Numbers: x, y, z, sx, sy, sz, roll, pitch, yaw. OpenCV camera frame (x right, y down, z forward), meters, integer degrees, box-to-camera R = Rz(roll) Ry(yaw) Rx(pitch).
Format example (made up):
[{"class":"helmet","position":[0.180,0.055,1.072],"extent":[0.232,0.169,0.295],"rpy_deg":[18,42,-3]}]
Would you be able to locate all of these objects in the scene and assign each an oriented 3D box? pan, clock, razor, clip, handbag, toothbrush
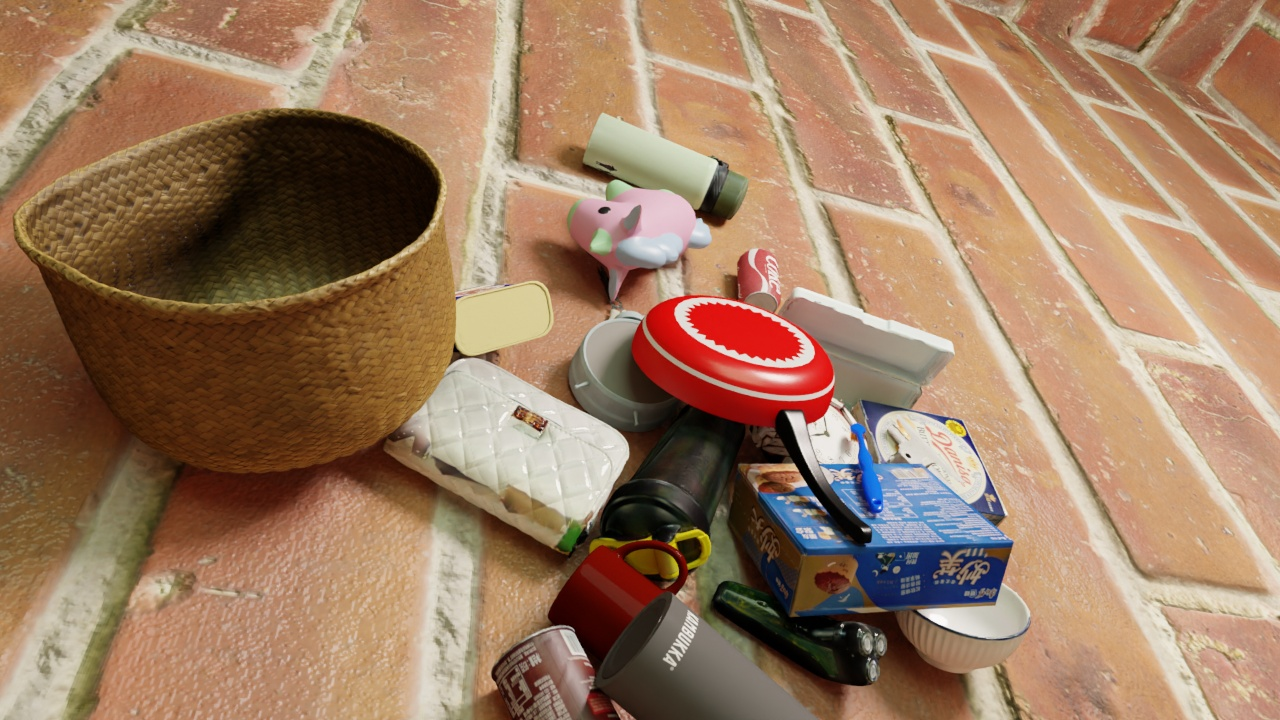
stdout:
[{"class":"pan","position":[0.123,0.035,0.871],"extent":[0.208,0.067,0.356],"rpy_deg":[2,29,-27]},{"class":"clock","position":[-0.006,0.006,0.972],"extent":[0.122,0.045,0.158],"rpy_deg":[31,46,4]},{"class":"clock","position":[0.164,0.078,0.968],"extent":[0.154,0.065,0.114],"rpy_deg":[43,40,-1]},{"class":"razor","position":[0.135,0.227,0.788],"extent":[0.151,0.067,0.053],"rpy_deg":[24,51,11]},{"class":"clip","position":[0.293,0.098,0.966],"extent":[0.058,0.050,0.102],"rpy_deg":[-5,46,-46]},{"class":"handbag","position":[-0.114,0.078,0.823],"extent":[0.195,0.073,0.138],"rpy_deg":[27,39,5]},{"class":"toothbrush","position":[0.216,0.102,0.878],"extent":[0.016,0.018,0.182],"rpy_deg":[2,21,6]}]

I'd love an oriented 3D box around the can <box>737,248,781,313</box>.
[{"class":"can","position":[0.151,-0.098,1.176],"extent":[0.054,0.054,0.096],"rpy_deg":[16,39,-10]}]

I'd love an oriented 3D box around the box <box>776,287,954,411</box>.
[{"class":"box","position":[0.237,-0.001,1.043],"extent":[0.197,0.135,0.040],"rpy_deg":[19,42,-6]}]

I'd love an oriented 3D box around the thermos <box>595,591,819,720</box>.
[{"class":"thermos","position":[0.086,0.273,0.647],"extent":[0.240,0.082,0.082],"rpy_deg":[41,39,-2]}]

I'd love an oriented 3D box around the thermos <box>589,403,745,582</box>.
[{"class":"thermos","position":[0.037,0.115,0.846],"extent":[0.098,0.098,0.220],"rpy_deg":[29,34,6]}]

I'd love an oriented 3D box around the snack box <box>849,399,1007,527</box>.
[{"class":"snack box","position":[0.313,0.118,1.020],"extent":[0.145,0.043,0.144],"rpy_deg":[10,41,-16]}]

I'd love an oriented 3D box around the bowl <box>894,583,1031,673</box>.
[{"class":"bowl","position":[0.286,0.241,0.835],"extent":[0.118,0.062,0.118],"rpy_deg":[6,20,-2]}]

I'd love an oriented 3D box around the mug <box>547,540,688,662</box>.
[{"class":"mug","position":[-0.010,0.187,0.730],"extent":[0.082,0.105,0.073],"rpy_deg":[35,-2,13]}]

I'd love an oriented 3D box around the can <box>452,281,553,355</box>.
[{"class":"can","position":[-0.162,-0.043,0.916],"extent":[0.116,0.056,0.092],"rpy_deg":[-18,14,-40]}]

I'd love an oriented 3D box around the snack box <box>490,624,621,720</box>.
[{"class":"snack box","position":[-0.051,0.259,0.650],"extent":[0.072,0.072,0.121],"rpy_deg":[-10,48,-35]}]

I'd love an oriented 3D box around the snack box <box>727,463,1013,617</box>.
[{"class":"snack box","position":[0.203,0.157,0.841],"extent":[0.202,0.069,0.155],"rpy_deg":[2,21,-17]}]

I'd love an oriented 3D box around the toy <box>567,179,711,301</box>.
[{"class":"toy","position":[0.010,-0.157,1.130],"extent":[0.221,0.120,0.171],"rpy_deg":[1,31,-31]}]

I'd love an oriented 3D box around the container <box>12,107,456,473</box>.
[{"class":"container","position":[-0.296,-0.055,0.745],"extent":[0.307,0.197,0.306],"rpy_deg":[0,39,-1]}]

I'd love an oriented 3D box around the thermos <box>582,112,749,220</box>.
[{"class":"thermos","position":[0.040,-0.273,1.298],"extent":[0.231,0.083,0.082],"rpy_deg":[22,39,-2]}]

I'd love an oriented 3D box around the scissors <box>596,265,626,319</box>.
[{"class":"scissors","position":[-0.016,-0.056,1.077],"extent":[0.121,0.013,0.170],"rpy_deg":[20,37,-5]}]
